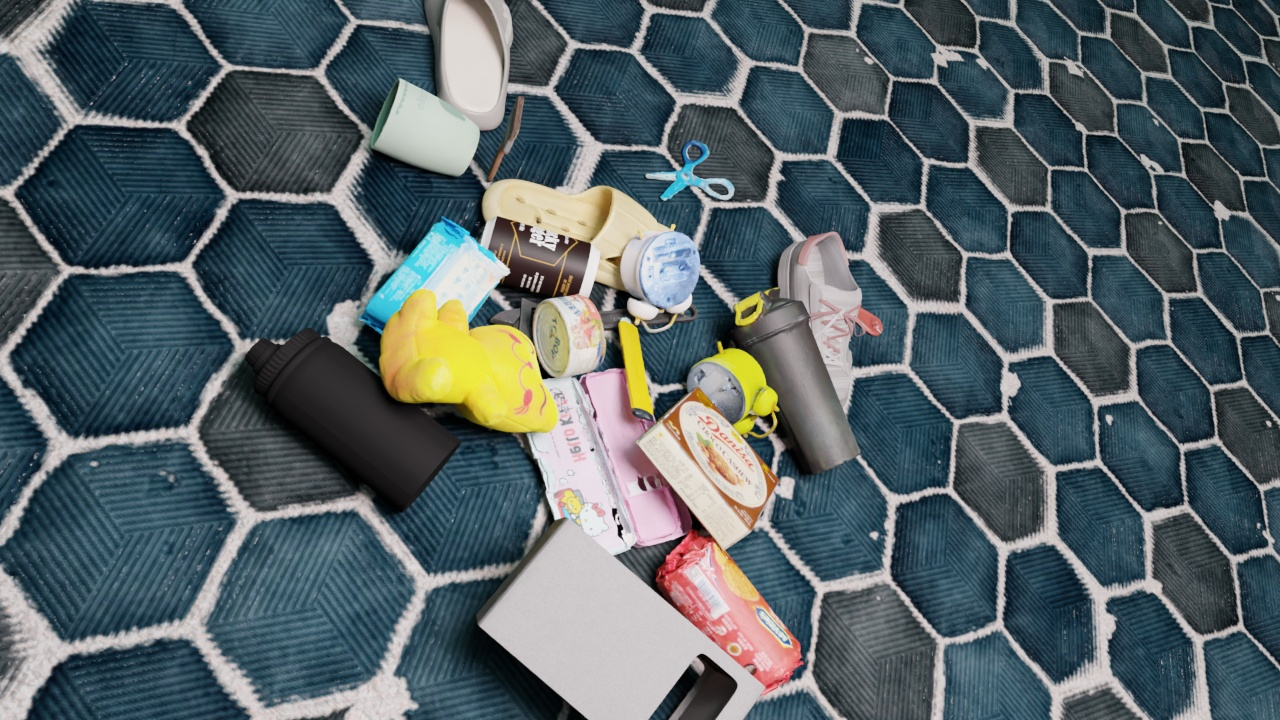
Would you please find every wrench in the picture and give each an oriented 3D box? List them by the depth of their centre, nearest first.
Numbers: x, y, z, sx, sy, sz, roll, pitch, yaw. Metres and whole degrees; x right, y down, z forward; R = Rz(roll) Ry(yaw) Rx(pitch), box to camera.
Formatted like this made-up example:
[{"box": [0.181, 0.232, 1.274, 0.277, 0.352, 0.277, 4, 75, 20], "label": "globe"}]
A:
[{"box": [-0.047, -0.045, 1.065, 0.272, 0.018, 0.073, -7, 68, -31], "label": "wrench"}]

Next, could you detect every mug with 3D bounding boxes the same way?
[{"box": [-0.245, -0.268, 1.057, 0.104, 0.084, 0.111, 20, 28, -27], "label": "mug"}]

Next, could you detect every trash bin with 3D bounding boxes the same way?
[{"box": [-0.022, 0.261, 0.827, 0.229, 0.115, 0.114, 41, 75, -1], "label": "trash bin"}]

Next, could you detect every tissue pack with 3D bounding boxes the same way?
[{"box": [-0.210, -0.069, 0.953, 0.093, 0.062, 0.144, 37, 78, -3], "label": "tissue pack"}]

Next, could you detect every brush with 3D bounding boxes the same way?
[{"box": [-0.156, -0.241, 1.039, 0.008, 0.143, 0.045, 12, 67, -19], "label": "brush"}, {"box": [0.262, -0.092, 1.234, 0.172, 0.030, 0.040, 34, 54, -6], "label": "brush"}]

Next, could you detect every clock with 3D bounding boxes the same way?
[{"box": [0.108, 0.041, 1.054, 0.056, 0.083, 0.119, -30, 77, -42], "label": "clock"}, {"box": [0.022, -0.093, 1.067, 0.088, 0.052, 0.125, -13, 111, -37], "label": "clock"}]

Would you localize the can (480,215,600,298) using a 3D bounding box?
[{"box": [-0.115, -0.111, 1.024, 0.128, 0.072, 0.071, 15, 58, -10], "label": "can"}]

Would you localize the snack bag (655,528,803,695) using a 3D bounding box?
[{"box": [0.086, 0.258, 0.931, 0.082, 0.083, 0.176, -32, 80, -35], "label": "snack bag"}]

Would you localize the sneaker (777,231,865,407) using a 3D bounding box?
[{"box": [0.231, -0.053, 1.142, 0.099, 0.090, 0.236, 1, 73, -19], "label": "sneaker"}]

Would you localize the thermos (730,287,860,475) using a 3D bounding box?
[{"box": [0.181, 0.022, 1.081, 0.098, 0.098, 0.221, -21, 85, -33], "label": "thermos"}]

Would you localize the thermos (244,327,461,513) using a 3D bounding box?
[{"box": [-0.273, 0.047, 0.859, 0.198, 0.086, 0.085, 39, 54, -2], "label": "thermos"}]

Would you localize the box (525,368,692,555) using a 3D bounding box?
[{"box": [-0.039, 0.107, 0.975, 0.152, 0.037, 0.201, -10, 69, -28], "label": "box"}]

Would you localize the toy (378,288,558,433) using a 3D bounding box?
[{"box": [-0.163, 0.016, 0.882, 0.193, 0.088, 0.134, 19, 40, -58], "label": "toy"}]

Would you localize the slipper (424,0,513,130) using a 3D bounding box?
[{"box": [-0.209, -0.412, 1.146, 0.112, 0.081, 0.265, 5, 62, -20], "label": "slipper"}]

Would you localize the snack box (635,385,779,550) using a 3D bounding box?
[{"box": [0.075, 0.109, 0.981, 0.143, 0.041, 0.146, 50, 24, 2], "label": "snack box"}]

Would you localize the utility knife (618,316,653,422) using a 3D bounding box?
[{"box": [-0.006, 0.006, 1.018, 0.030, 0.017, 0.158, 29, 38, -34], "label": "utility knife"}]

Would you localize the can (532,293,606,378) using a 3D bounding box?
[{"box": [-0.077, -0.026, 0.975, 0.043, 0.086, 0.086, -11, 69, -33], "label": "can"}]

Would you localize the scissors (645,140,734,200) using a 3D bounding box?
[{"box": [0.060, -0.257, 1.237, 0.139, 0.013, 0.117, -5, 67, -26], "label": "scissors"}]

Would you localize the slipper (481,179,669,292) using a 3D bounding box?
[{"box": [-0.056, -0.157, 1.085, 0.261, 0.079, 0.111, 16, 61, -17], "label": "slipper"}]
